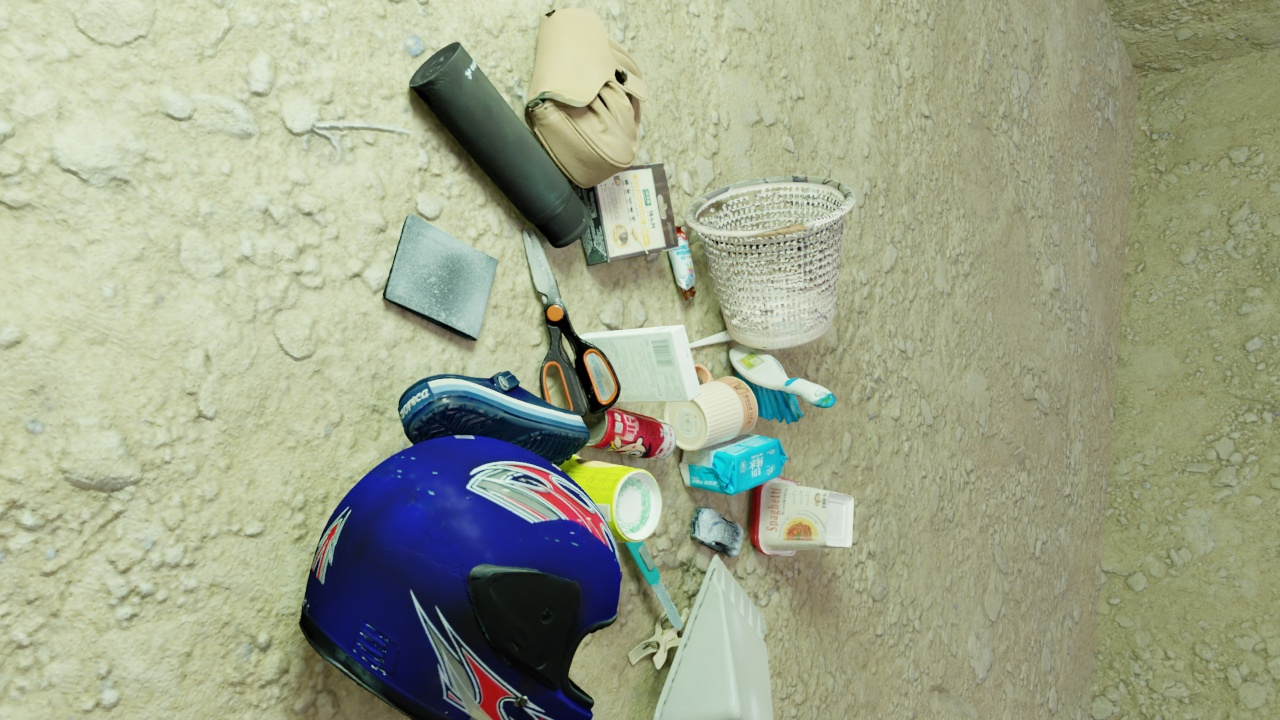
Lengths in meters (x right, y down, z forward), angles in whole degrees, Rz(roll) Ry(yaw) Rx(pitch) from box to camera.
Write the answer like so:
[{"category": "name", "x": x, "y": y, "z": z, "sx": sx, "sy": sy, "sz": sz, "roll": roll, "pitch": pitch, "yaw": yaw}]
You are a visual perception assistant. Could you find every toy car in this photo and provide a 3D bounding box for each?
[{"category": "toy car", "x": 0.109, "y": 0.239, "z": 1.275, "sx": 0.105, "sy": 0.031, "sz": 0.048, "roll": 34, "pitch": 63, "yaw": -40}]

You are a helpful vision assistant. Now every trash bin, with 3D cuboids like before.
[{"category": "trash bin", "x": 0.186, "y": -0.130, "z": 1.268, "sx": 0.226, "sy": 0.228, "sz": 0.192, "roll": -38, "pitch": 128, "yaw": -42}]

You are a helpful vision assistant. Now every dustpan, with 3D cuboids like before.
[{"category": "dustpan", "x": 0.085, "y": 0.435, "z": 1.221, "sx": 0.223, "sy": 0.143, "sz": 0.257, "roll": 57, "pitch": 21, "yaw": -44}]

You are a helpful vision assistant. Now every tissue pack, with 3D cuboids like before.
[{"category": "tissue pack", "x": 0.128, "y": 0.141, "z": 1.257, "sx": 0.139, "sy": 0.090, "sz": 0.063, "roll": -13, "pitch": 104, "yaw": -47}]

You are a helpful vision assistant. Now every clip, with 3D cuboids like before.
[{"category": "clip", "x": 0.031, "y": 0.356, "z": 1.172, "sx": 0.100, "sy": 0.075, "sz": 0.035, "roll": -30, "pitch": 109, "yaw": -46}]

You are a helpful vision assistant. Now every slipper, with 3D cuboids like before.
[{"category": "slipper", "x": -0.157, "y": 0.061, "z": 0.953, "sx": 0.252, "sy": 0.105, "sz": 0.095, "roll": 24, "pitch": 34, "yaw": -56}]

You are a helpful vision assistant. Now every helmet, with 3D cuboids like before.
[{"category": "helmet", "x": -0.134, "y": 0.207, "z": 0.841, "sx": 0.315, "sy": 0.248, "sz": 0.240, "roll": 44, "pitch": 75, "yaw": -29}]

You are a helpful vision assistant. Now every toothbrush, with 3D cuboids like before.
[{"category": "toothbrush", "x": 0.095, "y": -0.027, "z": 1.288, "sx": 0.179, "sy": 0.016, "sz": 0.016, "roll": -15, "pitch": 100, "yaw": -47}]

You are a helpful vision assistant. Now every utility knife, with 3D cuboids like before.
[{"category": "utility knife", "x": 0.003, "y": 0.245, "z": 1.147, "sx": 0.029, "sy": 0.013, "sz": 0.219, "roll": -37, "pitch": 105, "yaw": -43}]

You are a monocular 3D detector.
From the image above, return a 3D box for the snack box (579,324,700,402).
[{"category": "snack box", "x": -0.006, "y": 0.006, "z": 1.069, "sx": 0.026, "sy": 0.157, "sz": 0.085, "roll": -30, "pitch": 110, "yaw": -45}]

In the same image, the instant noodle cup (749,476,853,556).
[{"category": "instant noodle cup", "x": 0.240, "y": 0.232, "z": 1.351, "sx": 0.116, "sy": 0.124, "sz": 0.116, "roll": 16, "pitch": 76, "yaw": -47}]

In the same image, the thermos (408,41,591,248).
[{"category": "thermos", "x": -0.147, "y": -0.233, "z": 1.009, "sx": 0.242, "sy": 0.068, "sz": 0.089, "roll": 49, "pitch": 21, "yaw": -36}]

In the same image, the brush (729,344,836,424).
[{"category": "brush", "x": 0.187, "y": 0.041, "z": 1.200, "sx": 0.060, "sy": 0.314, "sz": 0.109, "roll": -28, "pitch": 115, "yaw": -7}]

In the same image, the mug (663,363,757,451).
[{"category": "mug", "x": 0.087, "y": 0.059, "z": 1.235, "sx": 0.105, "sy": 0.082, "sz": 0.114, "roll": -15, "pitch": 72, "yaw": -46}]

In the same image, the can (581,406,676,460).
[{"category": "can", "x": -0.016, "y": 0.089, "z": 1.130, "sx": 0.132, "sy": 0.053, "sz": 0.053, "roll": 18, "pitch": 74, "yaw": -46}]

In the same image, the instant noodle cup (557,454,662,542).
[{"category": "instant noodle cup", "x": -0.044, "y": 0.162, "z": 1.041, "sx": 0.111, "sy": 0.124, "sz": 0.111, "roll": 5, "pitch": 83, "yaw": -48}]

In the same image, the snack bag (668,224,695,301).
[{"category": "snack bag", "x": 0.056, "y": -0.134, "z": 1.244, "sx": 0.045, "sy": 0.026, "sz": 0.105, "roll": -34, "pitch": 114, "yaw": -65}]

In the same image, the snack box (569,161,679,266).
[{"category": "snack box", "x": -0.019, "y": -0.184, "z": 1.145, "sx": 0.125, "sy": 0.053, "sz": 0.113, "roll": -18, "pitch": 100, "yaw": -47}]

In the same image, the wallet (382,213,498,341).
[{"category": "wallet", "x": -0.207, "y": -0.086, "z": 0.959, "sx": 0.120, "sy": 0.019, "sz": 0.097, "roll": 28, "pitch": 65, "yaw": -42}]

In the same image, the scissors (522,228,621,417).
[{"category": "scissors", "x": -0.080, "y": -0.046, "z": 1.061, "sx": 0.139, "sy": 0.021, "sz": 0.235, "roll": 3, "pitch": 92, "yaw": -3}]

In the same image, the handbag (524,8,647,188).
[{"category": "handbag", "x": -0.058, "y": -0.308, "z": 1.057, "sx": 0.147, "sy": 0.100, "sz": 0.204, "roll": 34, "pitch": 45, "yaw": -37}]
